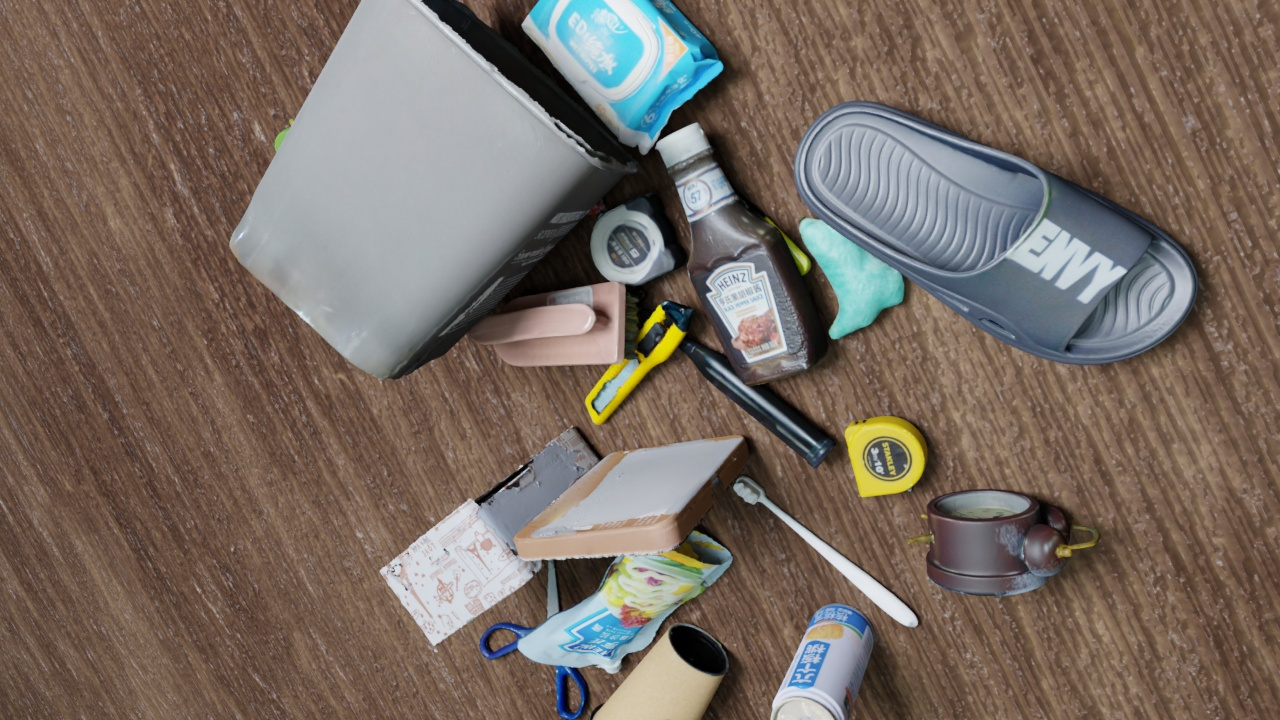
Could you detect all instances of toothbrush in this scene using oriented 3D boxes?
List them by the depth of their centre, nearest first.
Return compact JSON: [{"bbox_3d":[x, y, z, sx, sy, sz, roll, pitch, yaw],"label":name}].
[{"bbox_3d":[0.064,0.007,0.727,0.212,0.026,0.027,40,110,13],"label":"toothbrush"},{"bbox_3d":[0.148,0.154,0.737,0.180,0.016,0.016,39,120,10],"label":"toothbrush"}]

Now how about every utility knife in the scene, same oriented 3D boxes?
[{"bbox_3d":[-0.004,0.004,0.748,0.033,0.015,0.155,49,130,12],"label":"utility knife"}]

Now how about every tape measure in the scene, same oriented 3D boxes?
[{"bbox_3d":[0.185,0.070,0.687,0.057,0.028,0.060,-13,100,28],"label":"tape measure"},{"bbox_3d":[-0.005,-0.092,0.723,0.066,0.033,0.066,-20,95,26],"label":"tape measure"}]

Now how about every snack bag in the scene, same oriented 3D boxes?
[{"bbox_3d":[-0.014,0.213,0.795,0.191,0.110,0.038,-49,42,27],"label":"snack bag"}]

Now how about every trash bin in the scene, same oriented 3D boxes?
[{"bbox_3d":[-0.146,-0.122,0.655,0.198,0.198,0.220,41,104,0],"label":"trash bin"}]

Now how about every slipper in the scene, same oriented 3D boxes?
[{"bbox_3d":[0.217,-0.080,0.584,0.268,0.083,0.111,30,107,11],"label":"slipper"}]

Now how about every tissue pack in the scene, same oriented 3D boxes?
[{"bbox_3d":[-0.014,-0.230,0.668,0.140,0.063,0.090,49,119,4],"label":"tissue pack"}]

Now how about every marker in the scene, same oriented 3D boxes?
[{"bbox_3d":[0.081,-0.110,0.690,0.124,0.015,0.018,46,128,9],"label":"marker"}]

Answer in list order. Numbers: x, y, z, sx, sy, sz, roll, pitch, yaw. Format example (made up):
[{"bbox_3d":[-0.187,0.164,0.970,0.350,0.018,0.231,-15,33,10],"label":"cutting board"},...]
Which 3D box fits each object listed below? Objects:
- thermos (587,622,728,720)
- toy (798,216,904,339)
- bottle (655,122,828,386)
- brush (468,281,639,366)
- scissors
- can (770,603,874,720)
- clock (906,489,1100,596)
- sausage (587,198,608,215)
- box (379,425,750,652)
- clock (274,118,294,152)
[{"bbox_3d":[0.017,0.305,0.807,0.093,0.092,0.143,35,109,12],"label":"thermos"},{"bbox_3d":[0.155,-0.074,0.658,0.097,0.030,0.092,-35,91,22],"label":"toy"},{"bbox_3d":[0.069,-0.078,0.677,0.080,0.043,0.195,-18,101,42],"label":"bottle"},{"bbox_3d":[-0.072,-0.027,0.741,0.146,0.073,0.063,-3,85,39],"label":"brush"},{"bbox_3d":[-0.088,0.270,0.884,0.163,0.012,0.176,-7,101,26],"label":"scissors"},{"bbox_3d":[0.140,0.241,0.699,0.053,0.134,0.053,7,107,22],"label":"can"},{"bbox_3d":[0.255,0.126,0.643,0.122,0.081,0.055,-4,97,28],"label":"clock"},{"bbox_3d":[-0.096,-0.145,0.758,0.156,0.020,0.020,20,113,19],"label":"sausage"},{"bbox_3d":[-0.058,0.120,0.732,0.273,0.177,0.106,-24,95,30],"label":"box"},{"bbox_3d":[-0.269,-0.152,0.815,0.116,0.056,0.161,11,109,21],"label":"clock"}]
